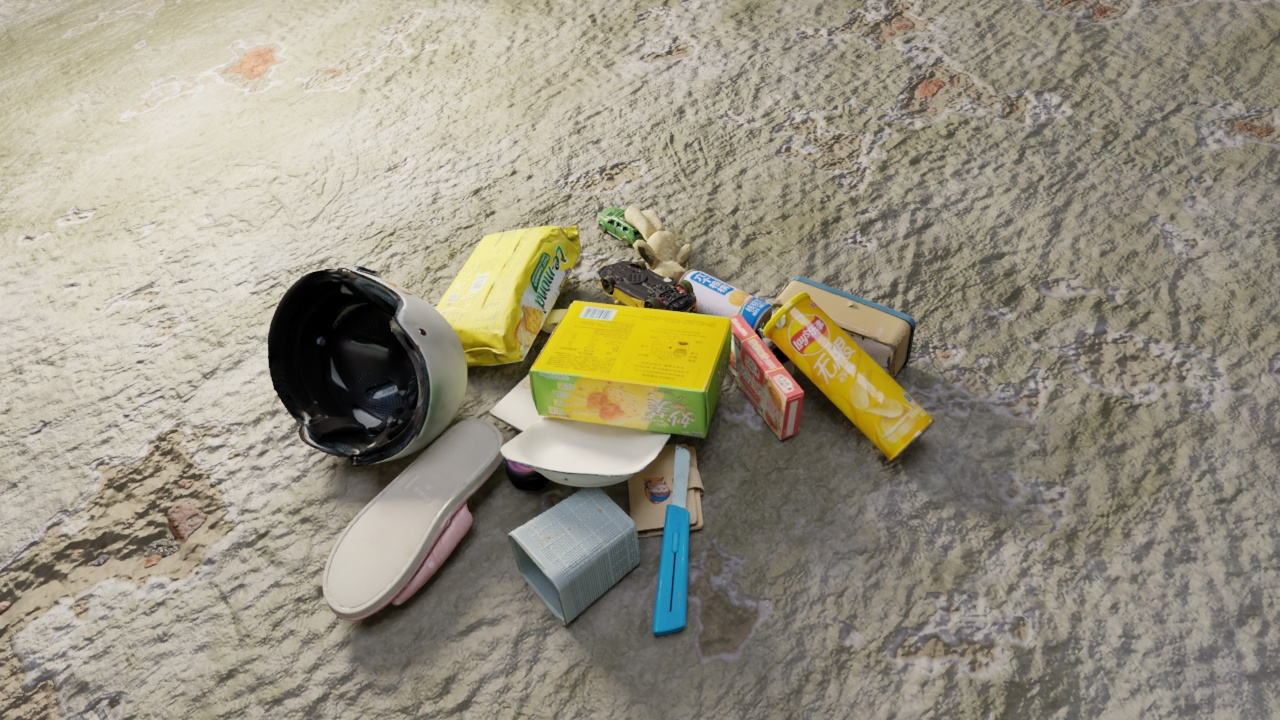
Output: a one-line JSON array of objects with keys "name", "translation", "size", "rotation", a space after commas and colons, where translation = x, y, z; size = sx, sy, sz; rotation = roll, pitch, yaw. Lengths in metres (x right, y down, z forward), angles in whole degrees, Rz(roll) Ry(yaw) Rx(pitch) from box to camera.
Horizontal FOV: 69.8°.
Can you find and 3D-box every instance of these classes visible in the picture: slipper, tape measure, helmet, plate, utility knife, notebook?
[{"name": "slipper", "translation": [-0.250, 0.179, 1.045], "size": [0.114, 0.054, 0.273], "rotation": [21, 58, 26]}, {"name": "tape measure", "translation": [0.164, -0.006, 1.142], "size": [0.033, 0.066, 0.066], "rotation": [-16, 62, -9]}, {"name": "helmet", "translation": [-0.317, 0.006, 1.132], "size": [0.274, 0.230, 0.156], "rotation": [23, 12, 34]}, {"name": "plate", "translation": [-0.058, 0.103, 1.023], "size": [0.164, 0.034, 0.163], "rotation": [7, 18, 19]}, {"name": "utility knife", "translation": [0.038, 0.189, 0.996], "size": [0.034, 0.018, 0.218], "rotation": [0, 57, 8]}, {"name": "notebook", "translation": [-0.072, 0.028, 1.162], "size": [0.146, 0.010, 0.205], "rotation": [25, 55, 31]}, {"name": "tape measure", "translation": [-0.130, 0.126, 1.087], "size": [0.058, 0.039, 0.056], "rotation": [18, 53, 17]}, {"name": "utility knife", "translation": [-0.053, -0.060, 1.221], "size": [0.216, 0.022, 0.030], "rotation": [-4, 48, 17]}]

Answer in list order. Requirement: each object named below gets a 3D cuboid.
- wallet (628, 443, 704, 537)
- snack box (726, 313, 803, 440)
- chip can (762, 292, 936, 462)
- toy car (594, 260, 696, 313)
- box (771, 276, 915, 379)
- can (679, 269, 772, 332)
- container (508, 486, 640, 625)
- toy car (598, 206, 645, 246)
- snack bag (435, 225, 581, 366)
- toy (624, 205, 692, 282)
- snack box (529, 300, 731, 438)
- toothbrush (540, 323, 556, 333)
[{"name": "wallet", "translation": [0.029, 0.146, 1.055], "size": [0.087, 0.024, 0.115], "rotation": [-6, 46, 2]}, {"name": "snack box", "translation": [0.145, 0.019, 1.116], "size": [0.025, 0.075, 0.153], "rotation": [-19, 48, -17]}, {"name": "chip can", "translation": [0.239, 0.017, 1.062], "size": [0.072, 0.072, 0.213], "rotation": [-37, 73, -23]}, {"name": "toy car", "translation": [0.007, -0.091, 1.207], "size": [0.071, 0.041, 0.156], "rotation": [-30, 44, -32]}, {"name": "box", "translation": [0.253, -0.033, 1.140], "size": [0.184, 0.090, 0.061], "rotation": [23, 54, 24]}, {"name": "can", "translation": [0.113, -0.074, 1.221], "size": [0.135, 0.053, 0.053], "rotation": [30, 58, 30]}, {"name": "container", "translation": [-0.065, 0.202, 0.975], "size": [0.111, 0.090, 0.090], "rotation": [-32, 51, -23]}, {"name": "toy car", "translation": [-0.025, -0.205, 1.376], "size": [0.043, 0.036, 0.091], "rotation": [-40, 50, -24]}, {"name": "snack bag", "translation": [-0.192, -0.092, 1.249], "size": [0.158, 0.068, 0.245], "rotation": [-3, 46, 31]}, {"name": "toy", "translation": [0.022, -0.156, 1.293], "size": [0.105, 0.066, 0.157], "rotation": [8, 49, -44]}, {"name": "snack box", "translation": [-0.006, 0.006, 1.094], "size": [0.210, 0.070, 0.157], "rotation": [7, 37, 14]}, {"name": "toothbrush", "translation": [-0.087, -0.030, 1.237], "size": [0.180, 0.016, 0.016], "rotation": [24, 53, 27]}]
